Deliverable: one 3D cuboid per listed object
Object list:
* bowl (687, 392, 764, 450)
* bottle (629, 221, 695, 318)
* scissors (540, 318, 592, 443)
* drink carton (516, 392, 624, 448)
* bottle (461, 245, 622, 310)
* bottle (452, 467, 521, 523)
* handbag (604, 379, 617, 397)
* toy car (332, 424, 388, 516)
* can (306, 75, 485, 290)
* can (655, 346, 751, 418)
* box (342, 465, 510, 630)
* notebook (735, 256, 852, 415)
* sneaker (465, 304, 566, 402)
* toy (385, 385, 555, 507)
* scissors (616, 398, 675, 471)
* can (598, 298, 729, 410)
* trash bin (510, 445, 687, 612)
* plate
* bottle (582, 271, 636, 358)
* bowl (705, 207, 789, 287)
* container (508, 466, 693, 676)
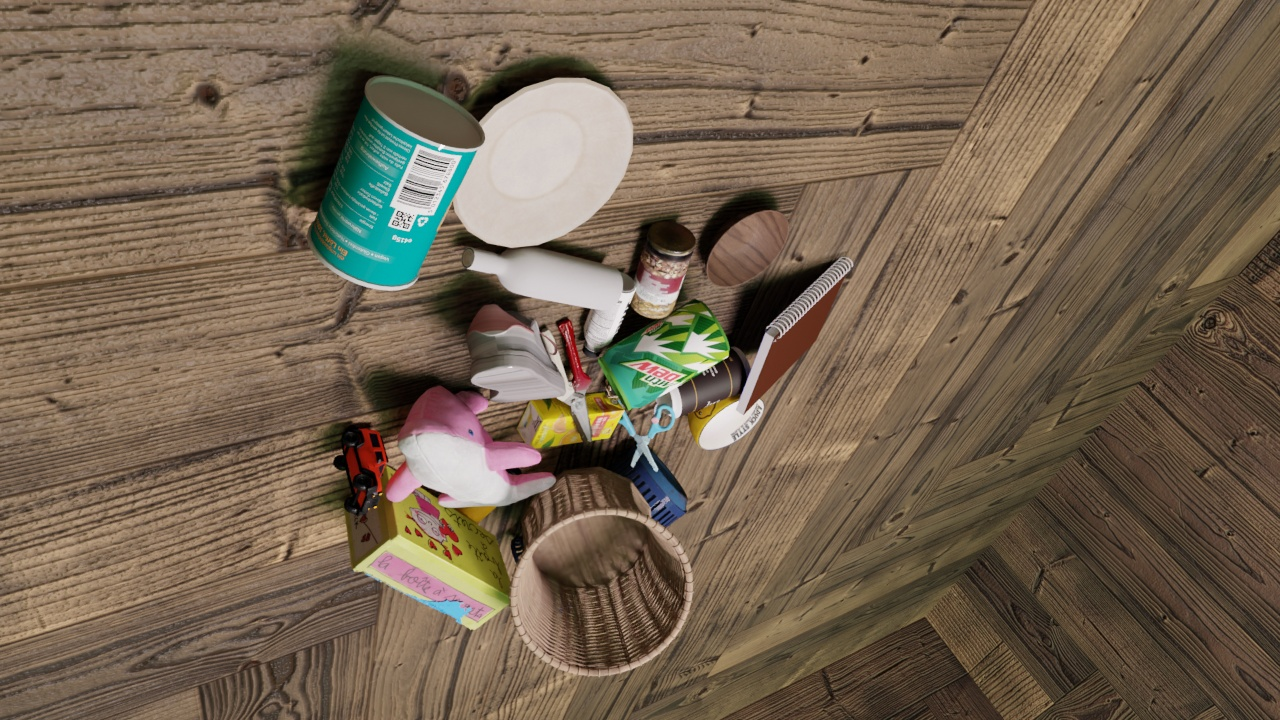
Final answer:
[{"bbox_3d":[0.119,0.072,1.376,0.117,0.067,0.117,-24,146,-17],"label":"bowl"},{"bbox_3d":[0.024,-0.104,1.067,0.056,0.056,0.105,-15,143,-29],"label":"bottle"},{"bbox_3d":[-0.080,0.028,1.141,0.140,0.015,0.188,-50,134,5],"label":"scissors"},{"bbox_3d":[-0.090,0.079,1.215,0.134,0.043,0.059,-4,136,-40],"label":"drink carton"},{"bbox_3d":[-0.104,-0.091,0.969,0.195,0.052,0.053,8,128,-47],"label":"bottle"},{"bbox_3d":[-0.220,0.192,1.243,0.144,0.043,0.043,-42,147,11],"label":"bottle"},{"bbox_3d":[-0.007,0.007,1.201,0.079,0.054,0.129,-9,144,-18],"label":"handbag"},{"bbox_3d":[-0.306,0.120,1.016,0.048,0.100,0.051,0,137,-34],"label":"toy car"},{"bbox_3d":[-0.204,-0.145,0.762,0.099,0.099,0.144,2,133,-44],"label":"can"},{"bbox_3d":[0.085,0.029,1.283,0.128,0.072,0.072,-19,145,-24],"label":"can"},{"bbox_3d":[-0.261,0.239,1.151,0.079,0.124,0.221,-39,130,10],"label":"box"},{"bbox_3d":[0.218,-0.037,1.297,0.208,0.022,0.172,-41,157,-37],"label":"notebook"},{"bbox_3d":[-0.139,-0.009,1.023,0.099,0.089,0.236,-5,169,0],"label":"sneaker"},{"bbox_3d":[-0.205,0.100,1.076,0.187,0.127,0.266,-12,153,8],"label":"toy"},{"bbox_3d":[-0.009,0.099,1.280,0.015,0.118,0.139,-61,175,-55],"label":"scissors"},{"bbox_3d":[0.028,-0.006,1.114,0.144,0.083,0.083,-30,148,-6],"label":"can"},{"bbox_3d":[-0.056,0.248,1.383,0.249,0.139,0.139,-40,148,4],"label":"trash bin"},{"bbox_3d":[-0.094,-0.190,0.872,0.188,0.027,0.189,-24,146,-17],"label":"plate"},{"bbox_3d":[-0.042,-0.050,1.091,0.041,0.041,0.116,-9,140,-35],"label":"bottle"},{"bbox_3d":[0.124,-0.145,1.127,0.119,0.032,0.119,-24,146,-17],"label":"bowl"},{"bbox_3d":[-0.061,0.262,1.211,0.226,0.196,0.227,-2,104,-8],"label":"container"}]
